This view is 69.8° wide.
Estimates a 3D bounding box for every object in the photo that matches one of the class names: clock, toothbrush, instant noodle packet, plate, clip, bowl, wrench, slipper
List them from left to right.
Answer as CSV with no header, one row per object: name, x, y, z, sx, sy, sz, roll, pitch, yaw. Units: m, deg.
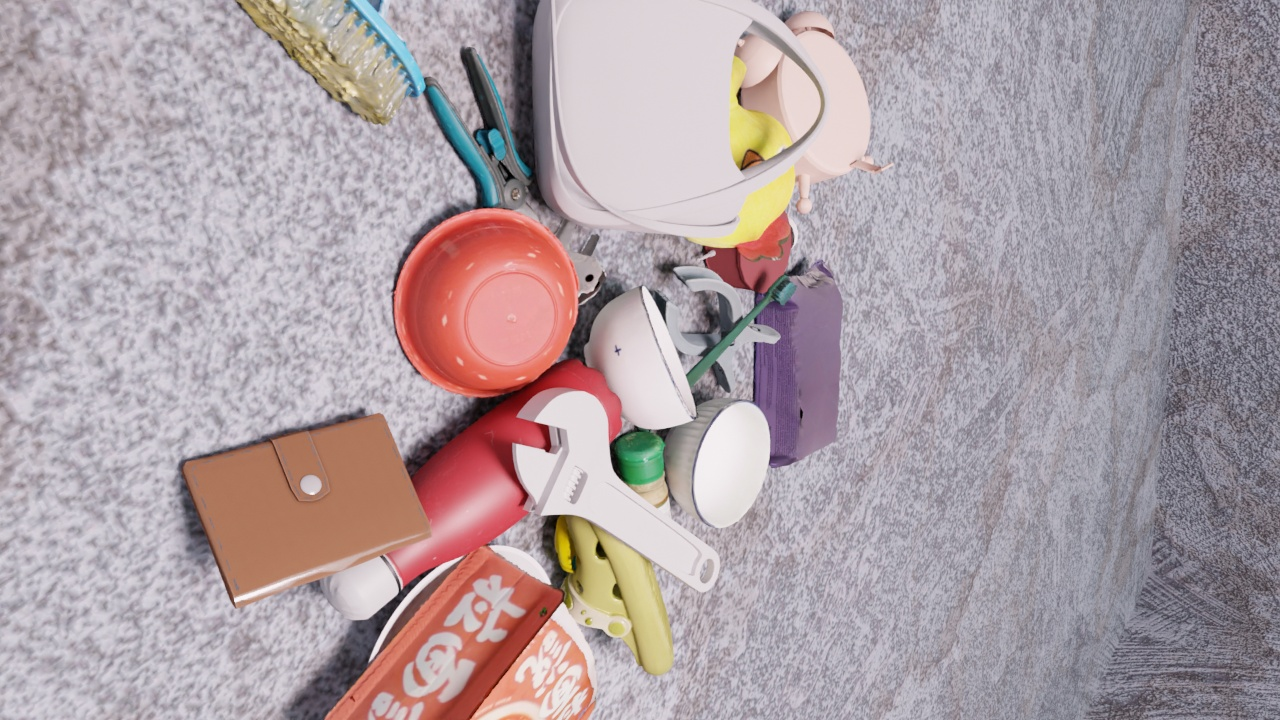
plate,-0.135,0.212,0.658,0.173,0.036,0.174,-17,113,-47
instant noodle packet,-0.105,0.262,0.647,0.164,0.084,0.221,-50,145,-30
bowl,-0.091,-0.032,0.602,0.130,0.045,0.131,-9,109,-27
clip,-0.052,-0.060,0.679,0.058,0.054,0.102,105,11,-74
slipper,-0.028,0.179,0.754,0.091,0.081,0.190,-92,163,-69
wrench,-0.005,0.106,0.678,0.273,0.018,0.086,42,66,-46
bowl,-0.004,0.004,0.718,0.113,0.063,0.113,-21,89,-82
clip,0.055,-0.019,0.821,0.106,0.028,0.163,-49,139,8
bowl,0.060,0.088,0.837,0.117,0.062,0.118,-16,112,-47
toothbrush,0.068,-0.004,0.805,0.189,0.017,0.016,-46,140,-3
clock,0.105,-0.114,0.848,0.124,0.044,0.087,-56,137,-23
clock,0.158,-0.232,0.828,0.130,0.086,0.160,-36,101,-38

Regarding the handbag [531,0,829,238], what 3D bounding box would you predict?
handbag,0.038,-0.193,0.644,0.222,0.095,0.216,-5,106,-17

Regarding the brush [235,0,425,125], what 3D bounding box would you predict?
brush,-0.162,-0.196,0.496,0.075,0.055,0.136,-58,138,-14

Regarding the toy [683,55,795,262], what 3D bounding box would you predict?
toy,0.057,-0.176,0.743,0.133,0.092,0.208,-33,114,-29

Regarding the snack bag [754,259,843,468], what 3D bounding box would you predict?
snack bag,0.165,0.006,0.943,0.096,0.058,0.205,-20,116,-45

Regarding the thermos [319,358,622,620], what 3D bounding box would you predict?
thermos,-0.111,0.086,0.624,0.239,0.073,0.073,-39,128,-36

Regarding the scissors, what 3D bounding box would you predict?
scissors,-0.098,-0.139,0.619,0.130,0.019,0.150,8,94,-50

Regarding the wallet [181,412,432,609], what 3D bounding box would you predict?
wallet,-0.189,0.081,0.531,0.120,0.013,0.087,-15,73,-41

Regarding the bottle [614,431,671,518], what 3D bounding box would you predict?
bottle,0.005,0.117,0.796,0.043,0.043,0.111,-31,124,-41
